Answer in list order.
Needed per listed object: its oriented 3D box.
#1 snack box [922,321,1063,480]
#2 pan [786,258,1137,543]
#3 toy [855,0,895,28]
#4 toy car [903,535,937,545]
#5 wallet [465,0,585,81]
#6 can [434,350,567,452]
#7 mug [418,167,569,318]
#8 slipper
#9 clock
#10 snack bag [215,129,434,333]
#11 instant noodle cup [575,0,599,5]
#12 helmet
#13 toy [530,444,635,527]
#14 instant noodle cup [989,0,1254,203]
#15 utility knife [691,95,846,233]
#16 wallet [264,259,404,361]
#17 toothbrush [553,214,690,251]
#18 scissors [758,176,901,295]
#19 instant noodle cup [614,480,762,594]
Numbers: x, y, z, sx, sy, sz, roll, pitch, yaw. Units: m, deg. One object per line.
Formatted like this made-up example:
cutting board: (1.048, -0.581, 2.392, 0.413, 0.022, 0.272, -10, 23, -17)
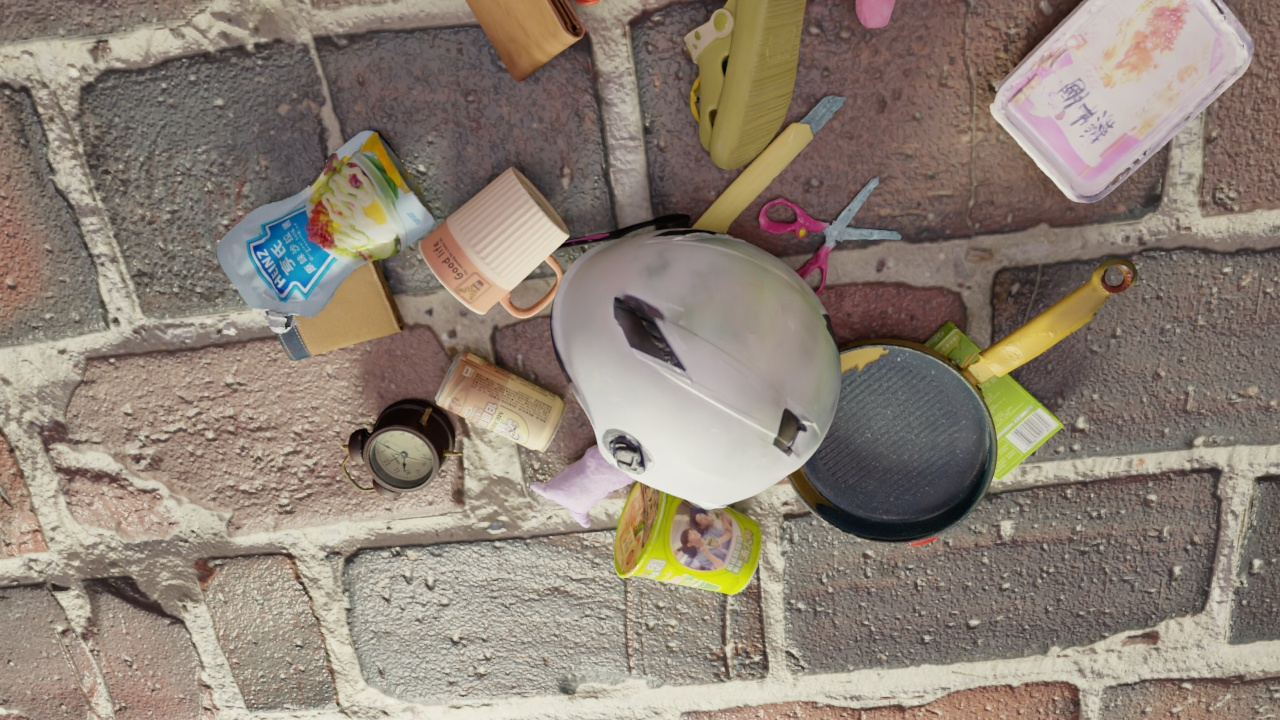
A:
snack box: (0.323, 0.041, 0.889, 0.156, 0.026, 0.086, 38, 109, -14)
pan: (0.276, 0.030, 0.815, 0.197, 0.078, 0.358, 47, 116, 2)
toy: (0.177, -0.374, 0.686, 0.194, 0.074, 0.178, 41, 86, -27)
toy car: (0.269, 0.132, 0.921, 0.053, 0.045, 0.120, -20, 109, 8)
wallet: (-0.104, -0.289, 0.730, 0.020, 0.101, 0.115, -43, 110, -30)
can: (-0.134, 0.040, 0.882, 0.116, 0.058, 0.059, 27, 111, -9)
mug: (-0.117, -0.095, 0.808, 0.106, 0.081, 0.114, -39, 108, 9)
slipper: (0.082, -0.255, 0.749, 0.082, 0.091, 0.191, 31, 127, 30)
clock: (-0.239, 0.091, 0.908, 0.122, 0.055, 0.082, -26, 110, 13)
snack bag: (-0.283, -0.111, 0.816, 0.191, 0.038, 0.110, -34, 94, 8)
instant noodle cup: (-0.014, -0.386, 0.687, 0.189, 0.079, 0.164, -29, 110, 14)
helmet: (0.067, -0.006, 0.752, 0.258, 0.228, 0.146, 43, 144, -21)
toy: (-0.044, 0.120, 0.925, 0.108, 0.039, 0.084, -39, 121, 11)
instant noodle cup: (0.384, -0.233, 0.754, 0.138, 0.060, 0.174, 40, 109, -14)
utility knife: (0.108, -0.163, 0.810, 0.031, 0.020, 0.188, 33, 117, -32)
wallet: (-0.291, -0.053, 0.862, 0.115, 0.033, 0.090, -14, 115, 6)
toothbrush: (-0.046, -0.109, 0.843, 0.189, 0.014, 0.018, -11, 133, 7)
scissors: (0.171, -0.109, 0.836, 0.133, 0.017, 0.131, 3, 111, -4)
instant noodle cup: (0.051, 0.180, 0.917, 0.123, 0.111, 0.112, 22, 112, -16)
